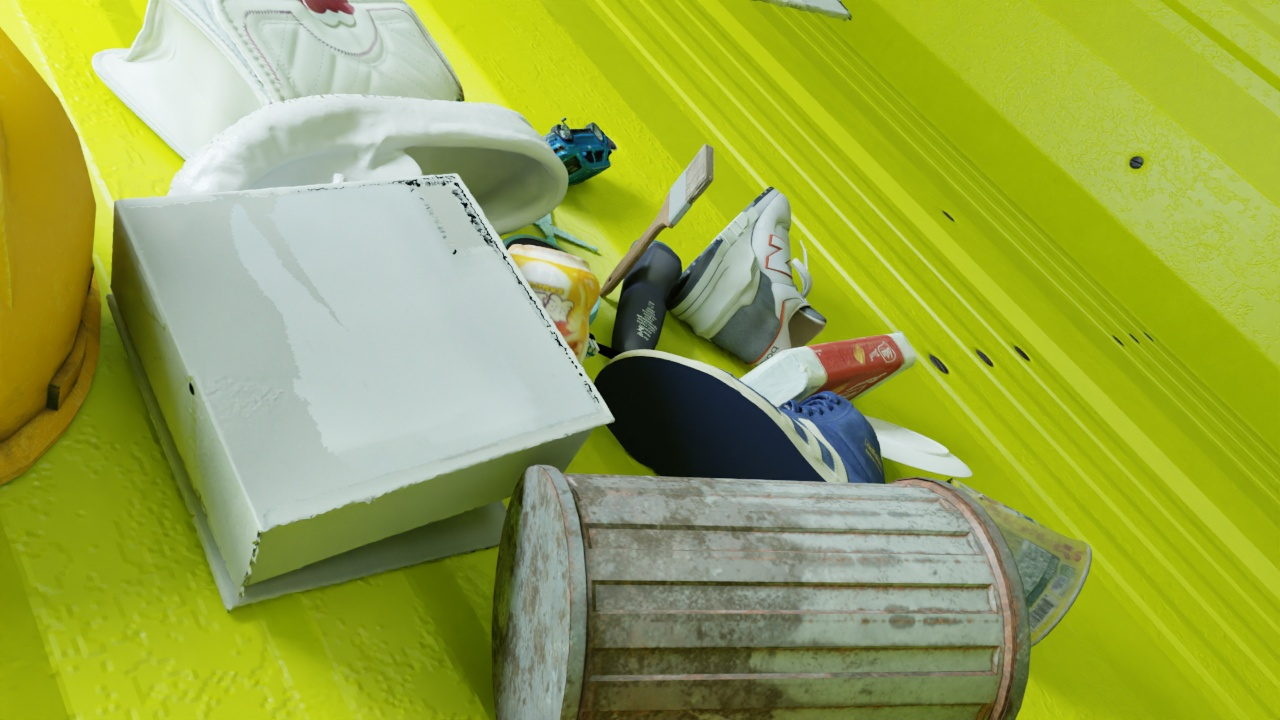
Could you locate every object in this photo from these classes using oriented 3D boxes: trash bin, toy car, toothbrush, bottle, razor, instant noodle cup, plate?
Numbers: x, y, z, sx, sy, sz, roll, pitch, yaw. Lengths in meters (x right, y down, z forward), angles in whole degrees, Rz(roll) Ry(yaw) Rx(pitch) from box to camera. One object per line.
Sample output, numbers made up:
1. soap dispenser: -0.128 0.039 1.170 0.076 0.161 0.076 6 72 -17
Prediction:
1. trash bin: 0.053 0.112 0.398 0.211 0.131 0.130 6 41 -20
2. toy car: -0.062 -0.177 0.792 0.043 0.056 0.120 65 25 -2
3. toothbrush: -0.004 0.004 0.607 0.167 0.014 0.014 24 39 -60
4. bottle: -0.061 -0.007 0.506 0.063 0.108 0.063 12 0 0
5. razor: 0.002 -0.042 0.690 0.047 0.052 0.142 34 35 -15
6. instant noodle cup: 0.262 0.148 0.693 0.108 0.102 0.102 35 28 8
7. plate: 0.204 0.063 0.748 0.134 0.011 0.134 17 9 -3

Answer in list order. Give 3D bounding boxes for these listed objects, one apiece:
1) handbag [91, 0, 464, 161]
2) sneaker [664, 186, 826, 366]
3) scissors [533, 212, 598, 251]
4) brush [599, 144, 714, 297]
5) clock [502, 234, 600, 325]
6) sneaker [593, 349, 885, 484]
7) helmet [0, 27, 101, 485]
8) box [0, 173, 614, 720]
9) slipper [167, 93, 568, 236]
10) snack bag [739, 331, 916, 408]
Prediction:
1. handbag: -0.213 -0.184 0.585 0.142 0.096 0.198 42 27 1
2. sneaker: 0.110 -0.064 0.819 0.124 0.089 0.239 44 38 -1
3. scissors: -0.087 -0.104 0.711 0.135 0.015 0.135 29 25 -24
4. brush: 0.009 -0.094 0.668 0.008 0.143 0.045 27 40 -20
5. clock: -0.077 -0.032 0.578 0.090 0.053 0.124 41 32 3
6. sneaker: 0.083 0.043 0.618 0.233 0.092 0.118 36 34 -8
7. helmet: -0.288 -0.079 0.318 0.204 0.132 0.255 -2 51 -51
8. box: -0.213 0.095 0.491 0.171 0.405 0.168 -4 54 -51
9. slipper: -0.142 -0.093 0.524 0.075 0.112 0.246 29 33 33
10. snack bag: 0.153 0.014 0.756 0.224 0.078 0.041 -5 63 -52
